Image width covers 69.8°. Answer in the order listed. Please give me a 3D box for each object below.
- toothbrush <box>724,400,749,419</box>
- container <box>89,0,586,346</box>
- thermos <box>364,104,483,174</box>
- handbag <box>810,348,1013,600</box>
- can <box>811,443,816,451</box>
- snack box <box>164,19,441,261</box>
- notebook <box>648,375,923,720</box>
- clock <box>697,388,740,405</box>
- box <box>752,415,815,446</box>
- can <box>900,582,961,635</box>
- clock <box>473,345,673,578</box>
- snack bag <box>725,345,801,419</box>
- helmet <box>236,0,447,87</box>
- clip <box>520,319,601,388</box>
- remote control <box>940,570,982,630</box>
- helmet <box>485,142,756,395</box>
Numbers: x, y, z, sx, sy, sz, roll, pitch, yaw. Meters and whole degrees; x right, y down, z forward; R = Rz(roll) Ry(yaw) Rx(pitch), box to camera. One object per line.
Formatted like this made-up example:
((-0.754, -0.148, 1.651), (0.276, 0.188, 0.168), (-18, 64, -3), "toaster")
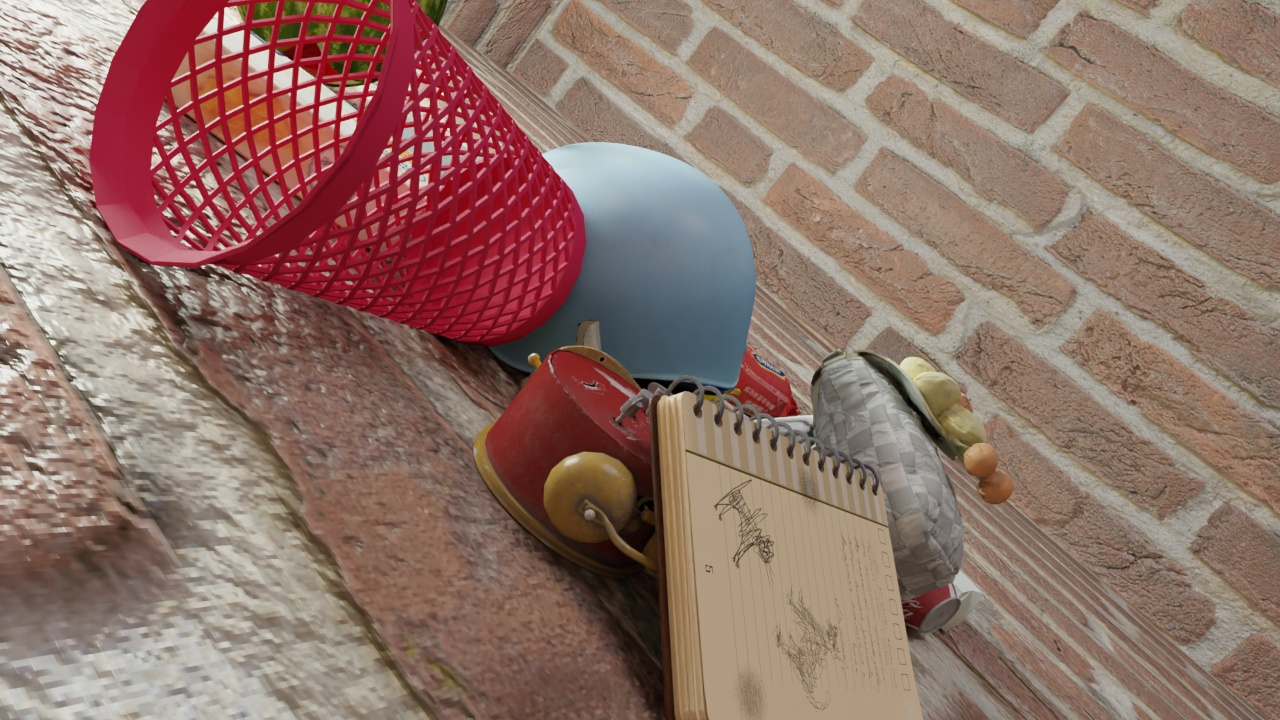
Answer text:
((0.109, 0.063, 0.938), (0.181, 0.016, 0.018), (38, 11, -30), "toothbrush")
((-0.137, -0.098, 0.509), (0.183, 0.183, 0.225), (46, 7, 29), "container")
((-0.171, -0.167, 0.871), (0.068, 0.068, 0.229), (47, 14, 33), "thermos")
((0.197, 0.078, 0.666), (0.112, 0.123, 0.171), (54, 22, -40), "handbag")
((0.194, 0.120, 0.899), (0.064, 0.064, 0.127), (36, 13, -13), "can")
((-0.238, -0.161, 0.668), (0.208, 0.057, 0.104), (37, 13, -8), "snack box")
((0.084, 0.113, 0.491), (0.225, 0.024, 0.167), (26, 52, -46), "notebook")
((0.026, 0.010, 0.796), (0.119, 0.057, 0.083), (36, 30, 8), "clock")
((0.095, 0.103, 0.758), (0.108, 0.110, 0.216), (-2, -2, 17), "box")
((0.222, 0.182, 0.781), (0.054, 0.054, 0.096), (26, 18, -46), "can")
((-0.013, 0.055, 0.487), (0.117, 0.081, 0.158), (30, 15, -35), "clock")
((0.087, 0.010, 0.961), (0.176, 0.082, 0.082), (34, 13, -26), "snack bag")
((-0.299, -0.396, 0.919), (0.213, 0.248, 0.242), (15, 61, -17), "helmet")
((-0.048, 0.023, 0.582), (0.054, 0.102, 0.038), (-16, 33, -18), "clip")
((0.252, 0.186, 0.863), (0.024, 0.050, 0.143), (26, 18, -48), "remote control")
((-0.017, -0.081, 0.708), (0.225, 0.167, 0.265), (8, 16, -24), "helmet")
